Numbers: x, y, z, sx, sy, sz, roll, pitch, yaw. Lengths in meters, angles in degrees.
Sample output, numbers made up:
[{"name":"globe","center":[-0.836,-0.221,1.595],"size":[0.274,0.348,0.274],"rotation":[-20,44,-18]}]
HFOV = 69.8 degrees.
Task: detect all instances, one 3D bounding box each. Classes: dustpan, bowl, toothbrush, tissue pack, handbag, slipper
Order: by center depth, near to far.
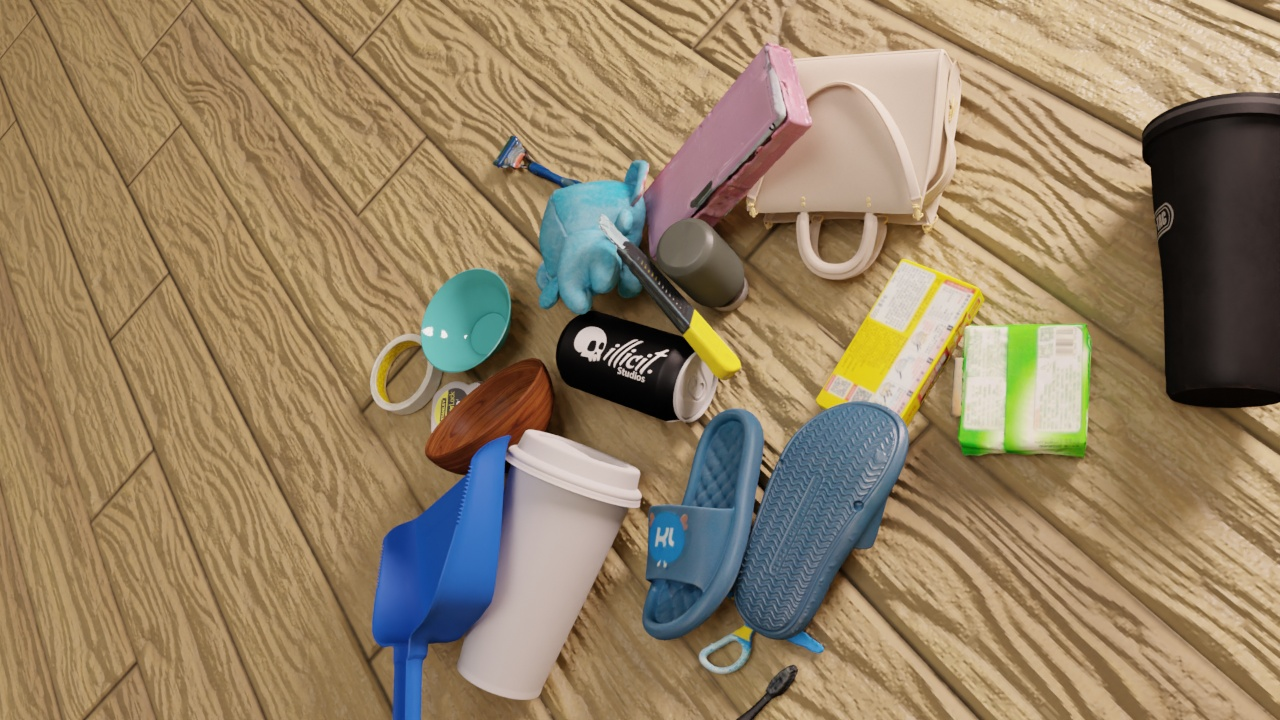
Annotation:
[{"name":"tissue pack","center":[0.301,0.021,0.727],"size":[0.100,0.034,0.113],"rotation":[1,71,27]},{"name":"toothbrush","center":[0.064,0.319,0.757],"size":[0.188,0.017,0.014],"rotation":[-49,57,6]},{"name":"slipper","center":[0.147,0.130,0.759],"size":[0.104,0.059,0.214],"rotation":[32,94,44]},{"name":"slipper","center":[0.051,0.136,0.793],"size":[0.104,0.059,0.213],"rotation":[-6,59,57]},{"name":"dustpan","center":[-0.185,0.226,0.819],"size":[0.246,0.059,0.257],"rotation":[-39,49,47]},{"name":"handbag","center":[0.186,-0.172,0.843],"size":[0.195,0.101,0.197],"rotation":[7,87,31]},{"name":"bowl","center":[-0.138,0.071,0.926],"size":[0.147,0.069,0.147],"rotation":[-32,20,13]},{"name":"bowl","center":[-0.181,-0.037,1.017],"size":[0.121,0.046,0.121],"rotation":[-11,66,26]}]

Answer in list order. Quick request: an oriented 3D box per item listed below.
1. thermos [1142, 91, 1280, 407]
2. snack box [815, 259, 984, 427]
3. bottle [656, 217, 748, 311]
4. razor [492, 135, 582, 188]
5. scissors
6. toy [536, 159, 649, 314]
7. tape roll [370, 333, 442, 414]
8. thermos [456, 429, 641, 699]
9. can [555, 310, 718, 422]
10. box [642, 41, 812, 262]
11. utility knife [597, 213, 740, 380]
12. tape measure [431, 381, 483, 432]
[{"name":"thermos","center":[0.422,-0.080,0.663],"size":[0.106,0.105,0.218],"rotation":[0,76,30]},{"name":"snack box","center":[0.222,-0.008,0.789],"size":[0.075,0.025,0.152],"rotation":[30,87,35]},{"name":"bottle","center":[0.062,-0.086,0.860],"size":[0.060,0.108,0.060],"rotation":[-11,66,26]},{"name":"razor","center":[-0.115,-0.219,1.068],"size":[0.141,0.018,0.044],"rotation":[33,89,31]},{"name":"scissors","center":[0.096,0.222,0.777],"size":[0.125,0.016,0.125],"rotation":[21,82,33]},{"name":"toy","center":[-0.040,-0.110,0.931],"size":[0.184,0.114,0.180],"rotation":[-42,35,24]},{"name":"tape roll","center":[-0.272,0.016,1.064],"size":[0.094,0.019,0.094],"rotation":[-11,65,26]},{"name":"thermos","center":[-0.090,0.186,0.839],"size":[0.132,0.131,0.222],"rotation":[20,89,34]},{"name":"can","center":[-0.005,0.005,0.880],"size":[0.146,0.080,0.080],"rotation":[18,80,33]},{"name":"box","center":[0.070,-0.188,0.869],"size":[0.234,0.041,0.098],"rotation":[-41,52,51]},{"name":"utility knife","center":[0.021,-0.062,0.833],"size":[0.198,0.028,0.020],"rotation":[51,127,12]},{"name":"tape measure","center":[-0.200,0.054,1.010],"size":[0.065,0.016,0.064],"rotation":[-10,66,26]}]
